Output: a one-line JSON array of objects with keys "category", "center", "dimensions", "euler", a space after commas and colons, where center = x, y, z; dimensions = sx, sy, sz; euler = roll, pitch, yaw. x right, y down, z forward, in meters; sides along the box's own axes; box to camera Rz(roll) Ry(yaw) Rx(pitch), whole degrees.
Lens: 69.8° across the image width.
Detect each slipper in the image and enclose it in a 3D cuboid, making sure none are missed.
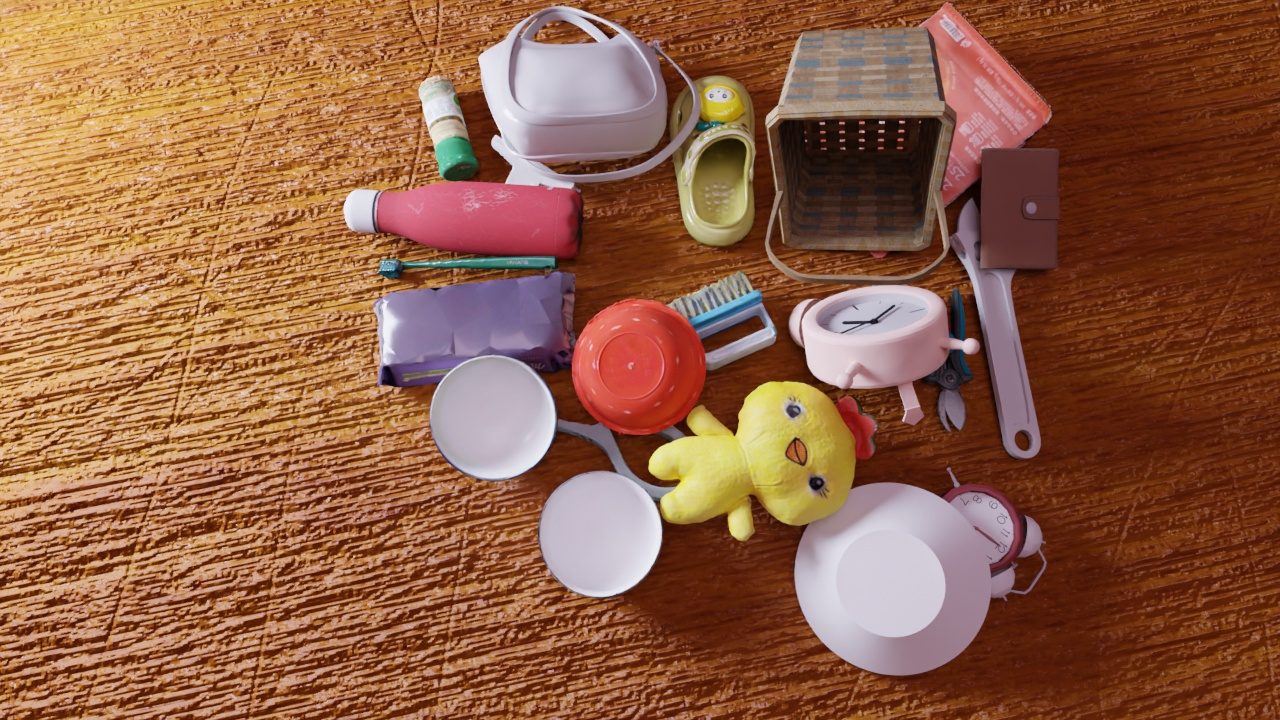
[{"category": "slipper", "center": [0.076, -0.214, 0.945], "dimensions": [0.091, 0.081, 0.190], "euler": [-2, 78, 2]}]

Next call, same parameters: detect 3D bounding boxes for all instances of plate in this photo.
[{"category": "plate", "center": [0.225, 0.199, 0.828], "dimensions": [0.174, 0.036, 0.174], "euler": [-2, 84, 16]}]

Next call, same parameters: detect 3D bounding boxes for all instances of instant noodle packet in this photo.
[{"category": "instant noodle packet", "center": [0.282, -0.234, 0.959], "dimensions": [0.221, 0.084, 0.164], "euler": [-39, 83, -1]}]

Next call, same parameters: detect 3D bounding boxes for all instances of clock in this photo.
[{"category": "clock", "center": [0.319, 0.165, 0.860], "dimensions": [0.124, 0.044, 0.087], "euler": [37, 78, 11]}, {"category": "clock", "center": [0.222, -0.016, 0.868], "dimensions": [0.131, 0.160, 0.086], "euler": [-15, 120, -4]}]

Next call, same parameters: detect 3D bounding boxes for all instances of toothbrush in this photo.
[{"category": "toothbrush", "center": [-0.176, -0.094, 0.927], "dimensions": [0.190, 0.016, 0.017], "euler": [0, 54, 11]}]

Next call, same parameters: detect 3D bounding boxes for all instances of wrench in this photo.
[{"category": "wrench", "center": [0.371, -0.038, 0.925], "dimensions": [0.086, 0.018, 0.273], "euler": [-5, 78, -12]}]

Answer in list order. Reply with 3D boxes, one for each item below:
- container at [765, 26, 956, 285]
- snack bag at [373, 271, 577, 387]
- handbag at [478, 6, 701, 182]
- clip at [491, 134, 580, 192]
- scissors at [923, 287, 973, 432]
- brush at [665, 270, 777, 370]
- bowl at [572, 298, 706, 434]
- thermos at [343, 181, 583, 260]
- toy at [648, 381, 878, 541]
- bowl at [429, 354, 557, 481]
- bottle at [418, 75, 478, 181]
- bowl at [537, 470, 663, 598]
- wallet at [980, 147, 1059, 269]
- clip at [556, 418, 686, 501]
[{"category": "container", "center": [0.197, -0.156, 0.830], "dimensions": [0.158, 0.250, 0.186], "euler": [3, 72, 13]}, {"category": "snack bag", "center": [-0.161, -0.031, 0.906], "dimensions": [0.205, 0.058, 0.096], "euler": [-7, 74, -2]}, {"category": "handbag", "center": [-0.060, -0.300, 0.969], "dimensions": [0.215, 0.096, 0.222], "euler": [-5, 54, -10]}, {"category": "clip", "center": [-0.116, -0.192, 0.969], "dimensions": [0.102, 0.054, 0.057], "euler": [33, 43, 9]}, {"category": "scissors", "center": [0.309, -0.008, 0.920], "dimensions": [0.131, 0.019, 0.149], "euler": [42, 78, 11]}, {"category": "brush", "center": [0.059, -0.027, 0.906], "dimensions": [0.136, 0.055, 0.075], "euler": [-23, 71, -5]}, {"category": "bowl", "center": [-0.005, 0.005, 0.858], "dimensions": [0.130, 0.045, 0.130], "euler": [0, 88, 9]}, {"category": "thermos", "center": [-0.179, -0.145, 0.929], "dimensions": [0.240, 0.073, 0.073], "euler": [4, 75, 2]}, {"category": "toy", "center": [0.113, 0.092, 0.851], "dimensions": [0.207, 0.092, 0.133], "euler": [-14, 79, -11]}, {"category": "bowl", "center": [-0.137, 0.051, 0.874], "dimensions": [0.118, 0.062, 0.118], "euler": [0, 96, -3]}, {"category": "bottle", "center": [-0.204, -0.246, 0.973], "dimensions": [0.043, 0.043, 0.111], "euler": [-17, 74, -4]}, {"category": "bowl", "center": [-0.036, 0.163, 0.851], "dimensions": [0.113, 0.063, 0.113], "euler": [0, 74, 0]}, {"category": "wallet", "center": [0.381, -0.152, 0.921], "dimensions": [0.087, 0.013, 0.121], "euler": [-2, 94, -12]}, {"category": "clip", "center": [-0.001, 0.066, 0.897], "dimensions": [0.163, 0.028, 0.106], "euler": [32, 76, 7]}]
